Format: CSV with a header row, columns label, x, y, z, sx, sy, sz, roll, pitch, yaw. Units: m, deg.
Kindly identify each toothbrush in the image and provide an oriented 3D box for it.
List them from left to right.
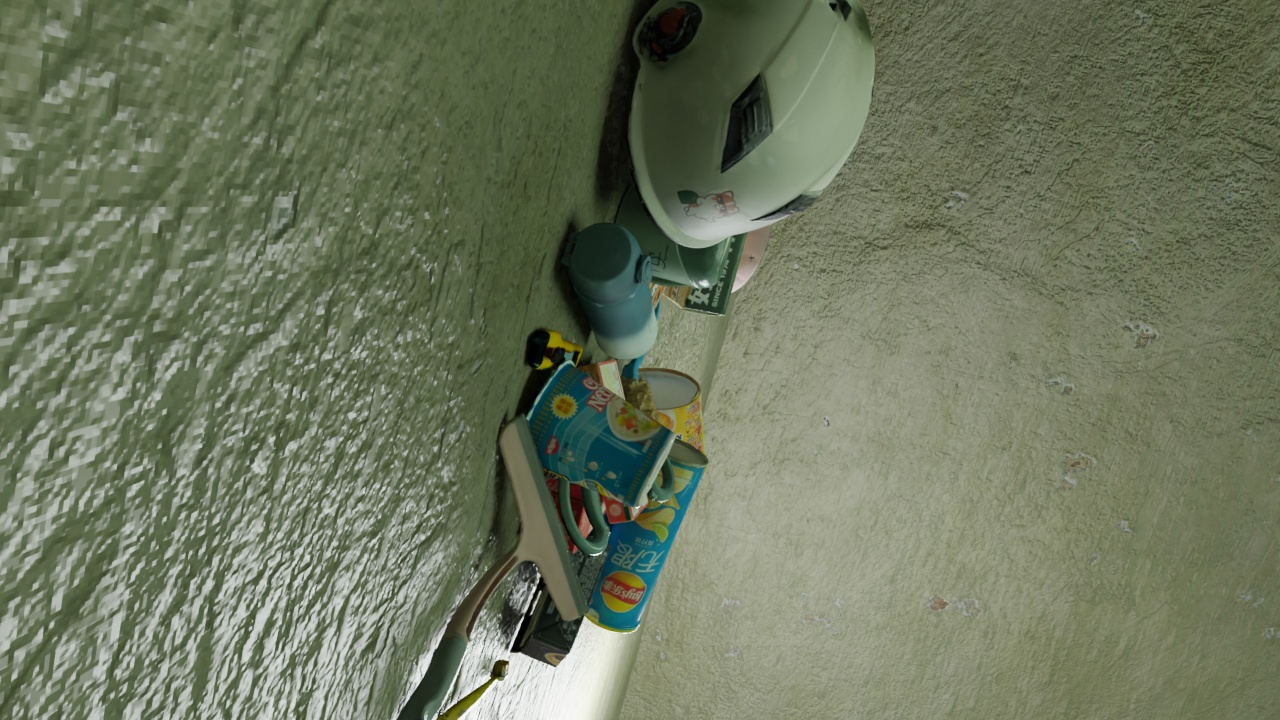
label,x,y,z,sx,sy,sz,roll,pitch,yaw
toothbrush,-0.148,0.298,0.826,0.190,0.016,0.016,39,63,-81

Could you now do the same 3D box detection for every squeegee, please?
label,x,y,z,sx,sy,sz,roll,pitch,yaw
squeegee,-0.131,0.208,0.690,0.248,0.040,0.248,-58,148,-43

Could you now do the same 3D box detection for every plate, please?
label,x,y,z,sx,sy,sz,roll,pitch,yaw
plate,0.111,-0.188,1.268,0.193,0.039,0.192,-23,-116,58

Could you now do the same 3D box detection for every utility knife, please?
label,x,y,z,sx,sy,sz,roll,pitch,yaw
utility knife,-0.067,-0.007,0.773,0.170,0.015,0.033,12,97,-82

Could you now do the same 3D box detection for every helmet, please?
label,x,y,z,sx,sy,sz,roll,pitch,yaw
helmet,0.112,-0.231,0.781,0.230,0.157,0.273,47,54,-45

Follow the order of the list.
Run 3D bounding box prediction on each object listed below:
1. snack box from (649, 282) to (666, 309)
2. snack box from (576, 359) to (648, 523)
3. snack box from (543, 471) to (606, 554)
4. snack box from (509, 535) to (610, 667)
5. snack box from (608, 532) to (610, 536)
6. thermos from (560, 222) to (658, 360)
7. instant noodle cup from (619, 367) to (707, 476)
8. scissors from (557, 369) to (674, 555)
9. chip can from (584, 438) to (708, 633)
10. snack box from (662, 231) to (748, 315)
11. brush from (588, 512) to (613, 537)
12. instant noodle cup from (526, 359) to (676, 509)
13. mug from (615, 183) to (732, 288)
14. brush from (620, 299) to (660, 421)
label,x,y,z,sx,sy,sz,roll,pitch,yaw
snack box,0.008,-0.088,1.077,0.153,0.026,0.075,-63,166,-52
snack box,-0.027,0.078,0.915,0.077,0.027,0.156,-14,91,-78
snack box,-0.063,0.135,0.935,0.207,0.057,0.058,-31,134,-77
snack box,-0.083,0.245,0.937,0.126,0.053,0.113,116,-3,-61
snack box,-0.050,0.202,1.254,0.157,0.026,0.084,58,48,-79
thermos,-0.021,-0.056,0.803,0.220,0.070,0.070,76,32,-76
instant noodle cup,0.018,0.079,1.132,0.137,0.138,0.110,-59,156,-60
scissors,-0.021,0.095,0.857,0.180,0.019,0.170,11,68,-44
chip can,0.002,0.188,0.995,0.071,0.071,0.210,-40,153,-75
snack box,0.092,-0.185,1.177,0.114,0.063,0.240,-136,-122,-67
brush,-0.047,0.179,1.067,0.143,0.073,0.055,12,86,-80
instant noodle cup,-0.034,0.067,0.757,0.099,0.110,0.099,-62,173,-14
mug,0.032,-0.112,0.912,0.112,0.106,0.082,96,13,-55
brush,-0.006,0.006,1.052,0.046,0.083,0.253,59,29,-31
